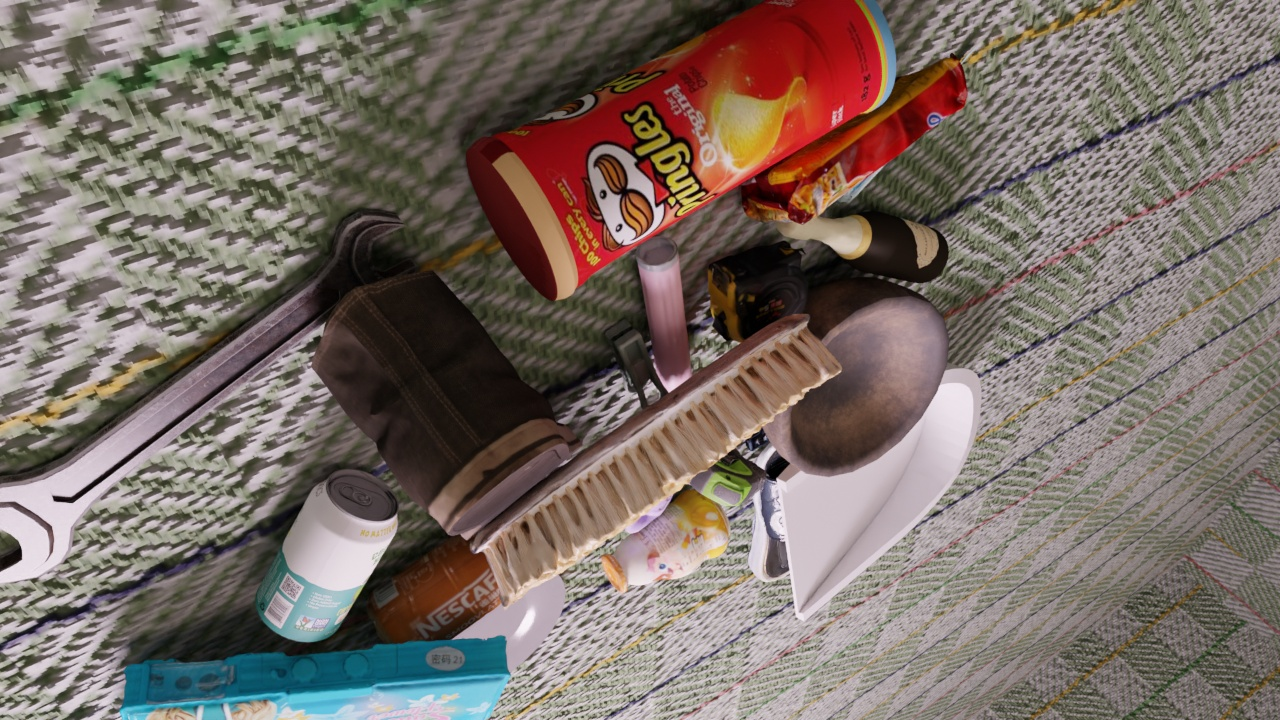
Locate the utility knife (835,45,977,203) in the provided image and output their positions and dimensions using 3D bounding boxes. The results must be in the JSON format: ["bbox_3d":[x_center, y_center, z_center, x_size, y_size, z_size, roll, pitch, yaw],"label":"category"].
[{"bbox_3d":[0.187,-0.164,0.639,0.141,0.015,0.022,-47,168,4],"label":"utility knife"}]

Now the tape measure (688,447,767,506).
[{"bbox_3d":[0.066,0.088,0.749,0.036,0.065,0.058,-61,164,23],"label":"tape measure"}]

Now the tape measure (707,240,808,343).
[{"bbox_3d":[0.082,-0.046,0.643,0.071,0.042,0.072,-25,137,-23],"label":"tape measure"}]

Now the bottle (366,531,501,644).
[{"bbox_3d":[-0.108,0.143,0.648,0.167,0.059,0.059,-34,144,-11],"label":"bottle"}]

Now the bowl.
[{"bbox_3d":[0.156,0.006,0.720,0.162,0.070,0.162,-16,127,-23],"label":"bowl"}]

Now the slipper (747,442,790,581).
[{"bbox_3d":[0.163,0.149,0.905,0.111,0.063,0.264,-26,144,-21],"label":"slipper"}]

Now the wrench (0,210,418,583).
[{"bbox_3d":[-0.224,0.018,0.454,0.273,0.010,0.070,-38,144,-5],"label":"wrench"}]

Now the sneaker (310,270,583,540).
[{"bbox_3d":[-0.104,0.031,0.519,0.095,0.120,0.235,-39,174,-4],"label":"sneaker"}]

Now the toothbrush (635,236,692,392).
[{"bbox_3d":[0.022,0.002,0.650,0.027,0.026,0.223,-49,150,-28],"label":"toothbrush"}]

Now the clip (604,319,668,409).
[{"bbox_3d":[-0.003,0.004,0.629,0.023,0.037,0.075,-33,139,-9],"label":"clip"}]

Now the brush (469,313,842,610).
[{"bbox_3d":[0.010,0.061,0.600,0.271,0.056,0.083,-35,173,-5],"label":"brush"}]

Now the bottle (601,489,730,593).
[{"bbox_3d":[0.021,0.155,0.778,0.109,0.063,0.063,-25,141,-22],"label":"bottle"}]

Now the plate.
[{"bbox_3d":[-0.141,0.224,0.743,0.178,0.012,0.179,-25,141,-22],"label":"plate"}]

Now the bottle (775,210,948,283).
[{"bbox_3d":[0.160,-0.088,0.666,0.184,0.045,0.045,4,125,-45],"label":"bottle"}]

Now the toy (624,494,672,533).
[{"bbox_3d":[-0.012,0.109,0.722,0.099,0.036,0.080,-11,133,-38],"label":"toy"}]

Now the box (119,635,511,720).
[{"bbox_3d":[-0.217,0.244,0.625,0.226,0.039,0.182,2,139,-21],"label":"box"}]

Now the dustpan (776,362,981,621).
[{"bbox_3d":[0.233,0.106,0.860,0.257,0.053,0.192,-41,135,-30],"label":"dustpan"}]

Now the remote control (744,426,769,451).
[{"bbox_3d":[0.150,0.024,0.798,0.150,0.022,0.047,-31,143,-12],"label":"remote control"}]

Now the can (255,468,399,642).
[{"bbox_3d":[-0.188,0.118,0.553,0.054,0.055,0.102,11,120,-48],"label":"can"}]

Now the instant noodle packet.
[{"bbox_3d":[0.126,-0.130,0.559,0.135,0.039,0.098,-37,-171,-9],"label":"instant noodle packet"}]

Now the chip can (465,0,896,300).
[{"bbox_3d":[0.023,-0.119,0.474,0.213,0.087,0.087,-32,143,-14],"label":"chip can"}]
